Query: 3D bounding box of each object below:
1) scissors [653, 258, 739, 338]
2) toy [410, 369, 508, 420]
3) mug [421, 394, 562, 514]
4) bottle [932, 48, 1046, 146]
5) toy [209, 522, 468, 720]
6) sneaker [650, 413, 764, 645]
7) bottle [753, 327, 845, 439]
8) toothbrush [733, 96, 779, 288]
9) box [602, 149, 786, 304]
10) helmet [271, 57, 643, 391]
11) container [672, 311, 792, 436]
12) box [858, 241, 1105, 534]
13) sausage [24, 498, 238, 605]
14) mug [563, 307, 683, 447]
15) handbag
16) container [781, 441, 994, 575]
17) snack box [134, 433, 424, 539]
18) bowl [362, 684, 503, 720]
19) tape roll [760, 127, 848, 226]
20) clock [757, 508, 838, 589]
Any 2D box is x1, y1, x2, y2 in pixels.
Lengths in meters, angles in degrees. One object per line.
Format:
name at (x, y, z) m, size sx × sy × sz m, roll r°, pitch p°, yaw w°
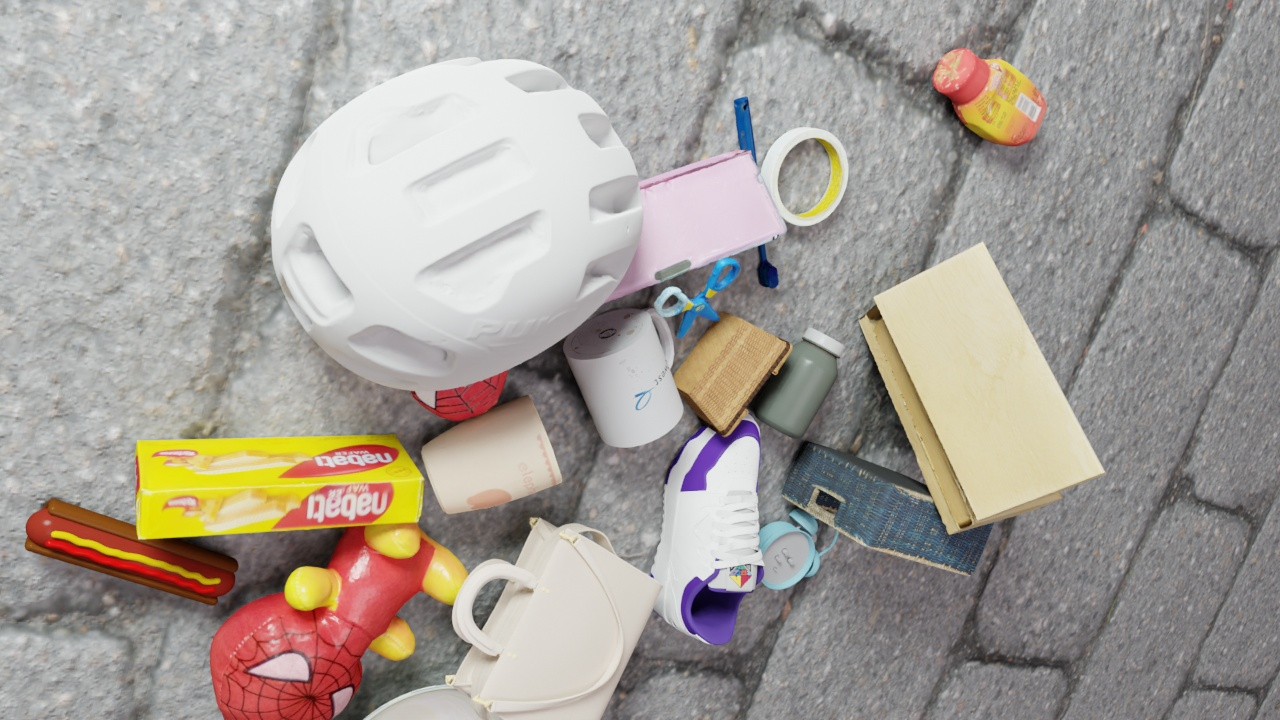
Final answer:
scissors at (0.046, -0.047, 0.843) m, size 0.109 × 0.018 × 0.131 m, roll -17°, pitch 156°, yaw -23°
toy at (-0.168, -0.008, 0.757) m, size 0.133 × 0.062 × 0.092 m, roll 33°, pitch 83°, yaw -22°
mug at (-0.130, 0.095, 0.809) m, size 0.104 × 0.085 × 0.112 m, roll -20°, pitch 146°, yaw -11°
bottle at (0.362, -0.275, 0.954) m, size 0.134 × 0.048 × 0.071 m, roll 19°, pitch 98°, yaw -33°
toy at (-0.257, 0.218, 0.767) m, size 0.216 × 0.099 × 0.147 m, roll -41°, pitch 125°, yaw -11°
sneaker at (0.082, 0.177, 0.930) m, size 0.091 × 0.111 × 0.244 m, roll 6°, pitch 105°, yaw -31°
bottle at (0.166, 0.023, 0.951) m, size 0.060 × 0.060 × 0.108 m, roll 27°, pitch 94°, yaw -34°
toothbrush at (0.112, -0.156, 0.879) m, size 0.016 × 0.017 × 0.190 m, roll -23°, pitch 118°, yaw -21°
box at (0.015, -0.110, 0.806) m, size 0.232 × 0.080 × 0.099 m, roll -21°, pitch 118°, yaw -20°
helmet at (-0.121, -0.105, 0.672) m, size 0.281 × 0.184 × 0.224 m, roll -26°, pitch 95°, yaw -30°
container at (0.085, 0.008, 0.902) m, size 0.061 × 0.063 × 0.114 m, roll 38°, pitch 88°, yaw -26°
box at (0.333, 0.034, 0.932) m, size 0.142 × 0.248 × 0.179 m, roll -17°, pitch 160°, yaw -8°
sausage at (-0.387, 0.149, 0.704) m, size 0.155 × 0.040 × 0.040 m, roll 32°, pitch 91°, yaw -34°
mug at (-0.005, 0.005, 0.845) m, size 0.119 × 0.083 × 0.096 m, roll -48°, pitch 128°, yaw -39°
handbag at (-0.092, 0.238, 0.835) m, size 0.198 × 0.101 × 0.194 m, roll 43°, pitch 67°, yaw -41°
container at (0.272, 0.161, 1.010) m, size 0.187 × 0.145 × 0.071 m, roll 21°, pitch 94°, yaw -33°
snack box at (-0.278, 0.095, 0.712) m, size 0.200 × 0.092 × 0.042 m, roll 2°, pitch 107°, yaw -29°
bowl at (-0.213, 0.369, 0.871) m, size 0.176 × 0.058 × 0.177 m, roll -10°, pitch 113°, yaw -26°
tape roll at (0.161, -0.179, 0.896) m, size 0.093 × 0.019 × 0.094 m, roll -10°, pitch 113°, yaw -26°
clock at (0.175, 0.213, 1.037) m, size 0.123 × 0.042 × 0.087 m, roll -18°, pitch 116°, yaw -20°
